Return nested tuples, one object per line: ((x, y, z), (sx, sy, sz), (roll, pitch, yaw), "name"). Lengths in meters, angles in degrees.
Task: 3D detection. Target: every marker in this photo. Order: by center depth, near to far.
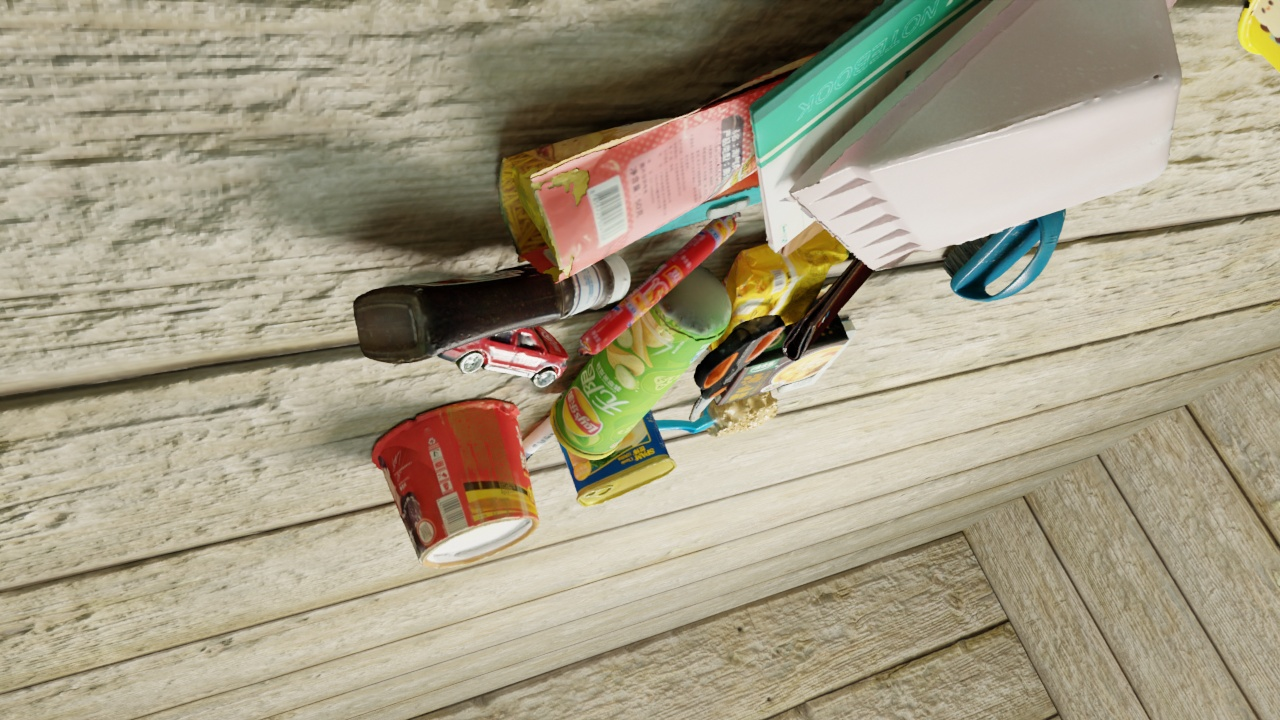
((-0.095, 0.073, 0.900), (0.022, 0.018, 0.131), (5, 146, -41), "marker")

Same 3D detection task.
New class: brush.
((0.335, -0.099, 0.840), (0.055, 0.073, 0.144), (-8, 154, -22), "brush")
((0.038, 0.067, 0.995), (0.254, 0.045, 0.083), (-10, 159, -19), "brush")

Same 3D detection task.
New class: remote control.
((0.188, -0.002, 0.988), (0.049, 0.024, 0.125), (-13, 157, -20), "remote control")

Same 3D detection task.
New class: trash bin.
((0.588, -0.201, 0.609), (0.229, 0.255, 0.230), (-19, 158, -8), "trash bin")

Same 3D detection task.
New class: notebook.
((0.151, -0.163, 0.532), (0.209, 0.012, 0.150), (-38, 157, -4), "notebook")

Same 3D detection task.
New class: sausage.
((0.014, -0.056, 0.655), (0.156, 0.020, 0.020), (-42, 158, -3), "sausage")

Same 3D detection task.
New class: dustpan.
((0.234, -0.175, 0.586), (0.274, 0.138, 0.222), (-14, 167, 22), "dustpan")

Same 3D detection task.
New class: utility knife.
((0.041, -0.103, 0.636), (0.171, 0.013, 0.029), (-18, 155, -10), "utility knife")

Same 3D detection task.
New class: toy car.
((-0.099, -0.016, 0.650), (0.120, 0.053, 0.045), (16, 116, -50), "toy car")

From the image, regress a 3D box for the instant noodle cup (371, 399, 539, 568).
((-0.159, 0.115, 0.816), (0.138, 0.108, 0.138), (-19, 157, -8), "instant noodle cup")

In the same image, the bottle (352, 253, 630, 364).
((-0.079, -0.039, 0.577), (0.080, 0.044, 0.194), (-1, -168, 40), "bottle")

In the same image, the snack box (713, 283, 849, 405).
((0.130, -0.013, 0.885), (0.113, 0.053, 0.126), (-16, 162, -16), "snack box")

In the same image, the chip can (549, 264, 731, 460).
((-0.005, 0.004, 0.760), (0.072, 0.072, 0.222), (-7, 153, -33), "chip can")

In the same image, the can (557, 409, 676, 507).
((-0.027, 0.085, 0.906), (0.102, 0.083, 0.057), (-24, 157, 3), "can")

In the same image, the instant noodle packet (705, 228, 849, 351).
((0.106, -0.060, 0.756), (0.110, 0.044, 0.129), (-21, 162, -20), "instant noodle packet")

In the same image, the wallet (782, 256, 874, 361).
((0.169, -0.059, 0.772), (0.122, 0.020, 0.096), (-48, 170, -14), "wallet")

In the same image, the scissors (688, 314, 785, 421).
((0.054, 0.024, 0.813), (0.124, 0.021, 0.236), (-26, 165, -36), "scissors")

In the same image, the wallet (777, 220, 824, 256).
((0.142, -0.126, 0.642), (0.101, 0.020, 0.115), (-36, 163, -9), "wallet")

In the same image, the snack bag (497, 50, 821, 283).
((0.025, -0.115, 0.537), (0.207, 0.073, 0.129), (-25, 166, -17), "snack bag")
